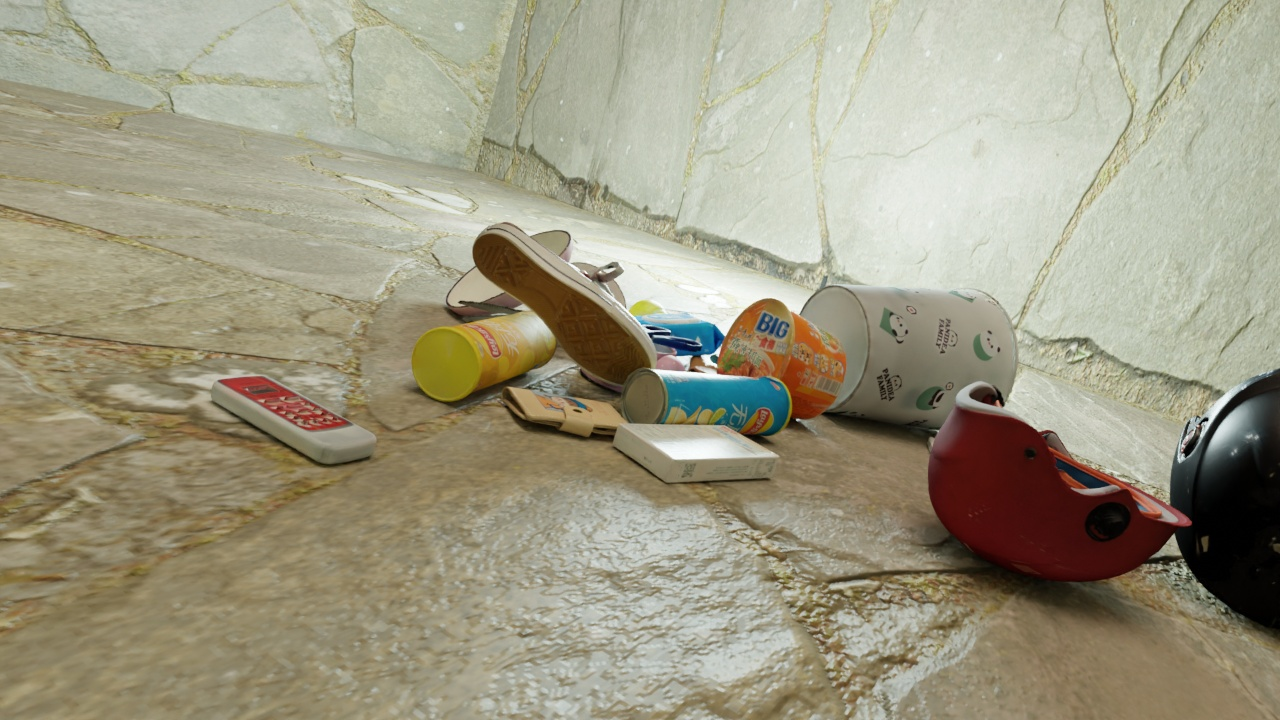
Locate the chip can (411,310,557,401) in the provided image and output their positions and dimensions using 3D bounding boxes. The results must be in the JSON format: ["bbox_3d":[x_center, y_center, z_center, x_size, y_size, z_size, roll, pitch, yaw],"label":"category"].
[{"bbox_3d":[-0.157,-0.009,0.959,0.072,0.072,0.213,20,12,11],"label":"chip can"}]

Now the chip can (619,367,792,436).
[{"bbox_3d":[0.077,0.048,1.018,0.209,0.071,0.071,5,17,-44],"label":"chip can"}]

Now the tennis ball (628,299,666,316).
[{"bbox_3d":[0.010,-0.062,1.422,0.065,0.065,0.065,16,13,-4],"label":"tennis ball"}]

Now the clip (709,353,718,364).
[{"bbox_3d":[0.125,0.006,1.315,0.055,0.013,0.037,24,12,14],"label":"clip"}]

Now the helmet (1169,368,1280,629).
[{"bbox_3d":[0.703,0.149,0.983,0.234,0.275,0.229,14,37,26],"label":"helmet"}]

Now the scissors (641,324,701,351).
[{"bbox_3d":[0.012,-0.026,1.114,0.144,0.012,0.170,17,12,4],"label":"scissors"}]

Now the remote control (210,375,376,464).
[{"bbox_3d":[-0.266,0.043,0.702,0.136,0.020,0.055,23,13,25],"label":"remote control"}]

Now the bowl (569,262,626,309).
[{"bbox_3d":[-0.085,-0.073,1.293,0.116,0.066,0.116,16,55,-25],"label":"bowl"}]

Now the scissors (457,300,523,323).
[{"bbox_3d":[-0.118,-0.050,1.182,0.189,0.015,0.224,-14,-28,39],"label":"scissors"}]

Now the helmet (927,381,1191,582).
[{"bbox_3d":[0.383,0.138,0.890,0.240,0.144,0.206,31,13,-2],"label":"helmet"}]

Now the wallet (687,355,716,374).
[{"bbox_3d":[0.123,0.025,1.305,0.115,0.020,0.101,20,13,2],"label":"wallet"}]

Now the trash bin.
[{"bbox_3d":[0.377,-0.009,1.352,0.251,0.230,0.229,5,17,-26],"label":"trash bin"}]

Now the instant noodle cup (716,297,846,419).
[{"bbox_3d":[0.188,0.006,1.202,0.111,0.151,0.151,20,10,-28],"label":"instant noodle cup"}]

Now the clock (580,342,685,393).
[{"bbox_3d":[-0.007,0.006,1.112,0.117,0.060,0.158,14,13,-16],"label":"clock"}]

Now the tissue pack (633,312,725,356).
[{"bbox_3d":[0.045,-0.040,1.344,0.157,0.052,0.095,-3,15,-30],"label":"tissue pack"}]

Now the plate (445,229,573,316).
[{"bbox_3d":[-0.172,-0.112,1.252,0.193,0.039,0.192,-23,26,12],"label":"plate"}]

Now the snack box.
[{"bbox_3d":[0.057,0.090,0.912,0.156,0.027,0.085,5,17,-43],"label":"snack box"}]

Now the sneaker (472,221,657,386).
[{"bbox_3d":[-0.072,-0.071,1.010,0.241,0.119,0.087,39,37,-1],"label":"sneaker"}]

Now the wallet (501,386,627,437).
[{"bbox_3d":[-0.073,0.053,0.914,0.115,0.024,0.087,12,8,-27],"label":"wallet"}]

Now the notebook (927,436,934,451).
[{"bbox_3d":[0.460,0.155,1.204,0.150,0.012,0.208,19,12,9],"label":"notebook"}]
